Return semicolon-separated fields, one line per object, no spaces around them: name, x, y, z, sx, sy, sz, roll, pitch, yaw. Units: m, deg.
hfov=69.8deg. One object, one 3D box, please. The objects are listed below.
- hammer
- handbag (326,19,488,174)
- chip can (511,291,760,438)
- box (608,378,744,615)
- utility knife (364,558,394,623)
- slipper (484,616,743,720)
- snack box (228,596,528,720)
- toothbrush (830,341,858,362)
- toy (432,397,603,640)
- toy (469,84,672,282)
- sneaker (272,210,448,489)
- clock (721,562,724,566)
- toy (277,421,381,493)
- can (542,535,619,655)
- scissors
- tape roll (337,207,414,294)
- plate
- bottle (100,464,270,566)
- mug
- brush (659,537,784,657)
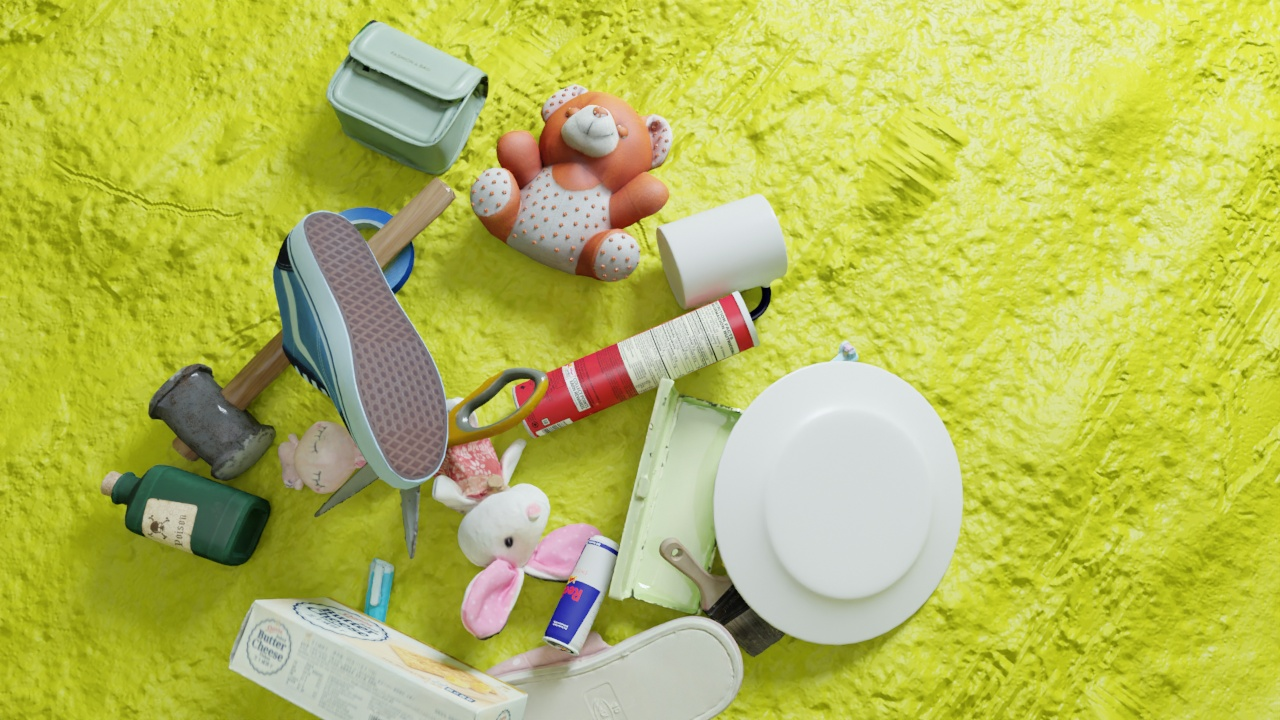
hammer;-0.287;-0.040;0.811;0.098;0.052;0.328;42;84;5
handbag;-0.218;-0.247;0.856;0.122;0.067;0.106;25;78;3
chip can;-0.005;0.005;0.804;0.215;0.052;0.051;-23;80;4
box;0.025;0.118;0.797;0.066;0.127;0.188;3;77;45
utility knife;-0.235;0.252;0.786;0.022;0.015;0.161;5;79;12
slipper;-0.046;0.287;0.762;0.274;0.054;0.114;-21;84;5
snack box;-0.201;0.250;0.715;0.208;0.104;0.057;19;83;18
toothbrush;0.138;0.031;0.824;0.154;0.016;0.022;-36;93;-19
toy;-0.122;0.122;0.778;0.158;0.084;0.194;-16;71;-44
toy;-0.053;-0.168;0.832;0.164;0.093;0.172;23;78;4
sneaker;-0.235;0.003;0.750;0.098;0.083;0.241;-37;72;36
clock;0.118;0.123;0.799;0.099;0.044;0.129;17;87;-16
toy;-0.262;0.081;0.802;0.110;0.047;0.063;-12;88;-7
can;-0.046;0.192;0.754;0.032;0.032;0.095;24;65;3
scissors;-0.188;0.046;0.763;0.225;0.016;0.229;-34;62;2
tape roll;-0.258;-0.096;0.850;0.091;0.016;0.093;23;79;3
plate;0.176;0.122;0.782;0.242;0.016;0.242;1;88;-18
bottle;-0.393;0.125;0.782;0.131;0.061;0.061;19;77;2
mug;0.077;-0.083;0.833;0.097;0.078;0.112;-19;108;-5
brush;0.067;0.198;0.773;0.039;0.012;0.151;-44;112;-6
